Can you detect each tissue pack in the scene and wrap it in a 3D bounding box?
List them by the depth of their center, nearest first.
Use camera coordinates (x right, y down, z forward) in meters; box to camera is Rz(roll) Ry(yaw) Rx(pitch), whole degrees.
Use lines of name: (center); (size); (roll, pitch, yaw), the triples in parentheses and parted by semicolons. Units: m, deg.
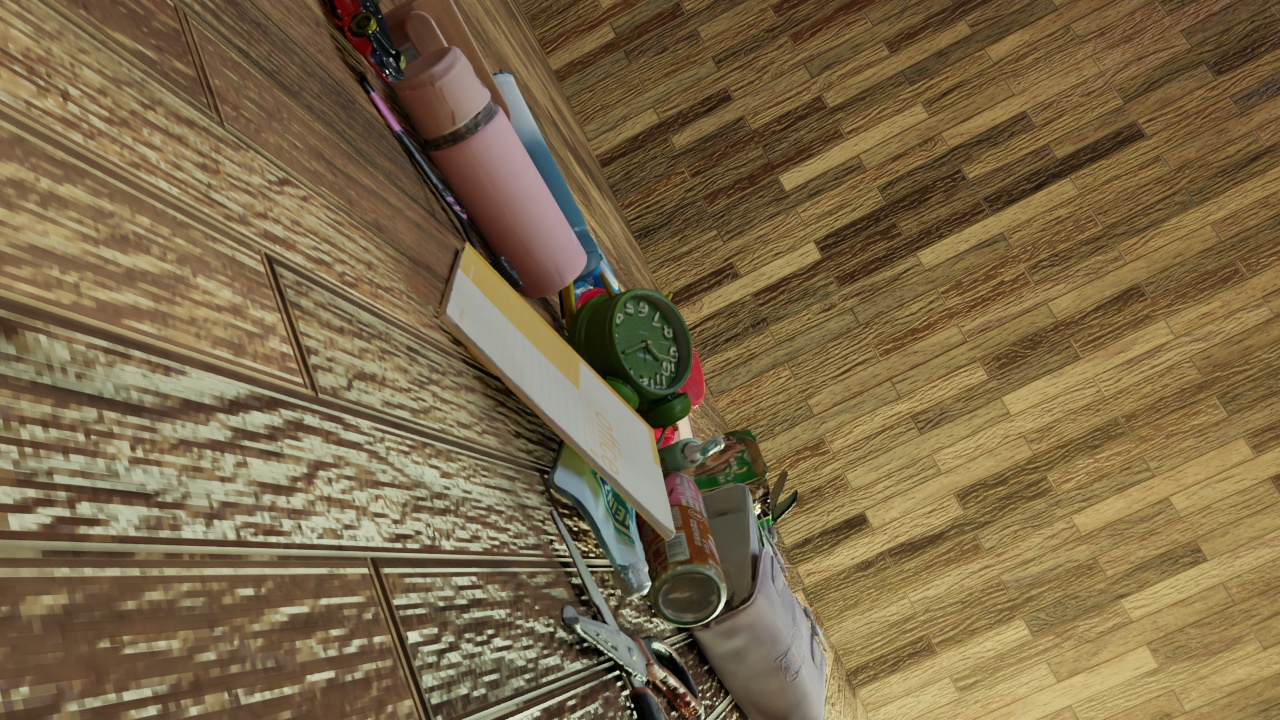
tissue pack: (-0.065, -0.106, 1.045); (0.095, 0.052, 0.157); (67, 7, 28)

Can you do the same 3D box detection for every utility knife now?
utility knife: (-0.071, -0.077, 0.848); (0.155, 0.015, 0.033); (88, -6, -52)

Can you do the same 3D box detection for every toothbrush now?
toothbrush: (-0.138, -0.120, 0.652); (0.189, 0.018, 0.014); (58, 10, -32)
toothbrush: (0.035, 0.084, 0.804); (0.026, 0.027, 0.225); (54, -18, 1)

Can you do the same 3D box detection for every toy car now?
toy car: (-0.189, -0.231, 0.618); (0.106, 0.031, 0.049); (64, 7, 20)

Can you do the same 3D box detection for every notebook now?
notebook: (-0.052, 0.016, 0.613); (0.206, 0.010, 0.145); (47, 12, -21)

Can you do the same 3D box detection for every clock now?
clock: (-0.005, 0.005, 0.840); (0.116, 0.056, 0.161); (12, 68, -41)

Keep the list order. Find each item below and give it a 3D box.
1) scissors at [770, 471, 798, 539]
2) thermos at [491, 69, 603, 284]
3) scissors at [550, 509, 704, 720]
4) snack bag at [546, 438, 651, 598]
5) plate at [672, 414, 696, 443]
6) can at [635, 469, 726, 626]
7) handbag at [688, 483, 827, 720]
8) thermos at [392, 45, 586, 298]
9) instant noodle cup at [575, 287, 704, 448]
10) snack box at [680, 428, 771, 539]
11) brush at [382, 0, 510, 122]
scissors: (0.114, 0.194, 0.997); (0.019, 0.173, 0.179); (23, -5, -16)
thermos: (-0.110, -0.178, 0.923); (0.220, 0.070, 0.070); (64, 6, 1)
scissors: (0.002, 0.183, 0.534); (0.222, 0.015, 0.189); (64, 6, 3)
snack bag: (-0.027, 0.080, 0.646); (0.190, 0.039, 0.110); (-98, 167, -69)
plate: (0.030, 0.053, 1.142); (0.229, 0.028, 0.229); (-20, 89, -80)
can: (0.029, 0.145, 0.731); (0.058, 0.058, 0.147); (61, 7, -22)
handbag: (0.100, 0.228, 0.820); (0.144, 0.098, 0.197); (-93, 159, -54)
thermos: (-0.118, -0.147, 0.722); (0.199, 0.067, 0.087); (58, 0, -32)
instant noodle cup: (0.009, -0.003, 0.974); (0.194, 0.066, 0.193); (48, 25, -32)
snack box: (0.076, 0.152, 0.923); (0.117, 0.118, 0.106); (-103, 178, -60)
brush: (-0.157, -0.236, 0.775); (0.146, 0.063, 0.073); (61, 2, -38)
